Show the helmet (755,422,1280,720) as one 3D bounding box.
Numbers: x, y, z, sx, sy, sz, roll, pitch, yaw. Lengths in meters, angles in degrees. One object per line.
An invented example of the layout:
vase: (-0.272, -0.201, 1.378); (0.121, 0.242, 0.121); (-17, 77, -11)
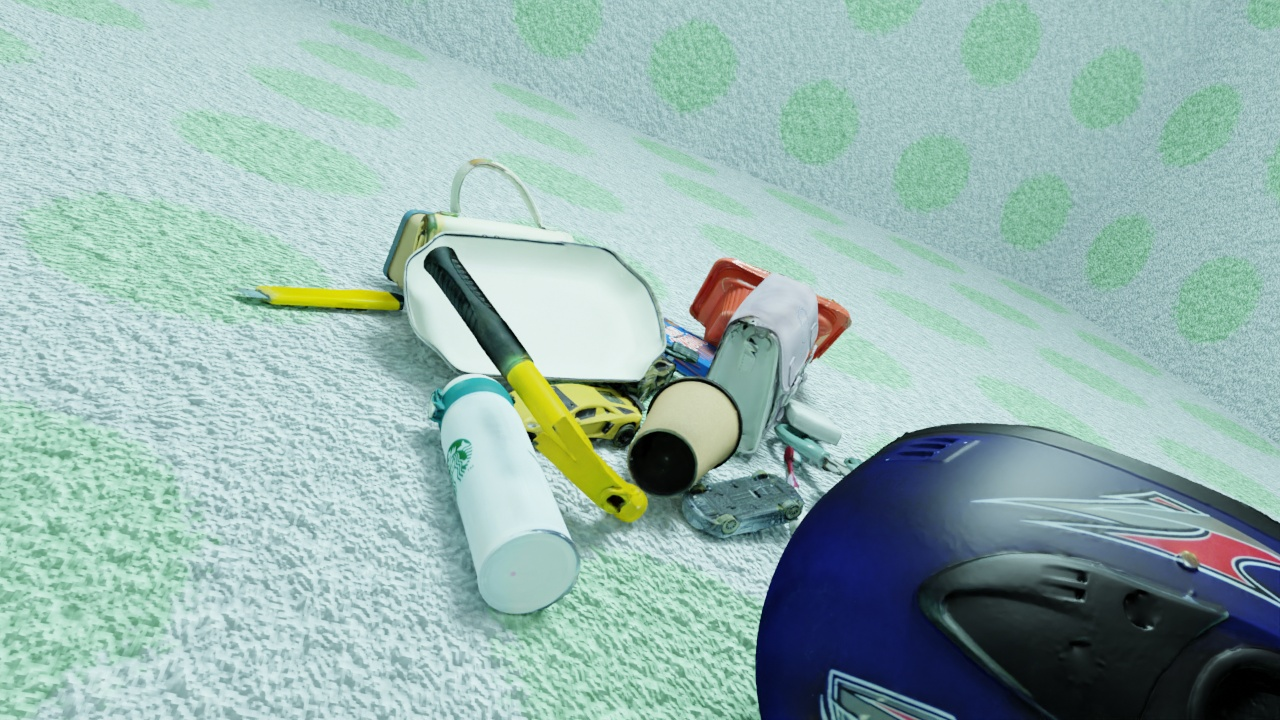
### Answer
helmet: (0.215, 0.191, 0.496); (0.316, 0.248, 0.239); (22, 62, 16)

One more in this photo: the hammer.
hammer: (-0.101, 0.007, 0.761); (0.300, 0.033, 0.129); (50, -1, 30)

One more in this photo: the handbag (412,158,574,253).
handbag: (-0.149, -0.113, 0.940); (0.163, 0.179, 0.063); (4, 14, -31)

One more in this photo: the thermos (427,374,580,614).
thermos: (-0.108, 0.083, 0.670); (0.073, 0.073, 0.224); (13, 22, -27)

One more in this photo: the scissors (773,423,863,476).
scissors: (0.219, 0.114, 0.975); (0.169, 0.019, 0.177); (25, 5, -17)

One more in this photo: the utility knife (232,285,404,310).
utility knife: (-0.303, -0.060, 0.884); (0.173, 0.015, 0.033); (1, 25, -45)

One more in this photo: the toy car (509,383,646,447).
toy car: (-0.063, 0.048, 0.844); (0.155, 0.041, 0.071); (0, 30, -44)

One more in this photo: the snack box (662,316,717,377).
snack box: (0.043, -0.020, 1.147); (0.157, 0.026, 0.084); (31, 21, 19)

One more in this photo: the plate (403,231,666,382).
plate: (-0.101, -0.045, 0.893); (0.265, 0.034, 0.161); (2, 60, -28)

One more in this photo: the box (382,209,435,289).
box: (-0.196, -0.109, 1.015); (0.062, 0.090, 0.184); (39, 20, 34)

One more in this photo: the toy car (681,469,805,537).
toy car: (0.091, 0.131, 0.817); (0.120, 0.037, 0.054); (-4, 33, -34)

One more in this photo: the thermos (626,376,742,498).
thermos: (0.037, 0.070, 0.815); (0.093, 0.093, 0.143); (27, 18, 8)

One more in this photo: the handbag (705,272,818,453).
handbag: (0.135, -0.002, 1.010); (0.098, 0.145, 0.196); (17, 24, 15)

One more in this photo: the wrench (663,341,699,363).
wrench: (-0.054, -0.051, 1.092); (0.273, 0.016, 0.056); (22, -8, 16)

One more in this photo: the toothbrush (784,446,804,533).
toothbrush: (0.156, 0.130, 0.920); (0.017, 0.016, 0.187); (32, 19, -5)

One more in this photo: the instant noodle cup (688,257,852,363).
instant noodle cup: (0.156, -0.041, 1.172); (0.189, 0.165, 0.079); (22, 64, -1)

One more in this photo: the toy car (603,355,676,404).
toy car: (-0.006, 0.006, 1.014); (0.070, 0.042, 0.157); (29, 18, 11)

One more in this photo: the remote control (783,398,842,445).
remote control: (0.196, 0.070, 1.063); (0.056, 0.019, 0.135); (25, 7, 0)
